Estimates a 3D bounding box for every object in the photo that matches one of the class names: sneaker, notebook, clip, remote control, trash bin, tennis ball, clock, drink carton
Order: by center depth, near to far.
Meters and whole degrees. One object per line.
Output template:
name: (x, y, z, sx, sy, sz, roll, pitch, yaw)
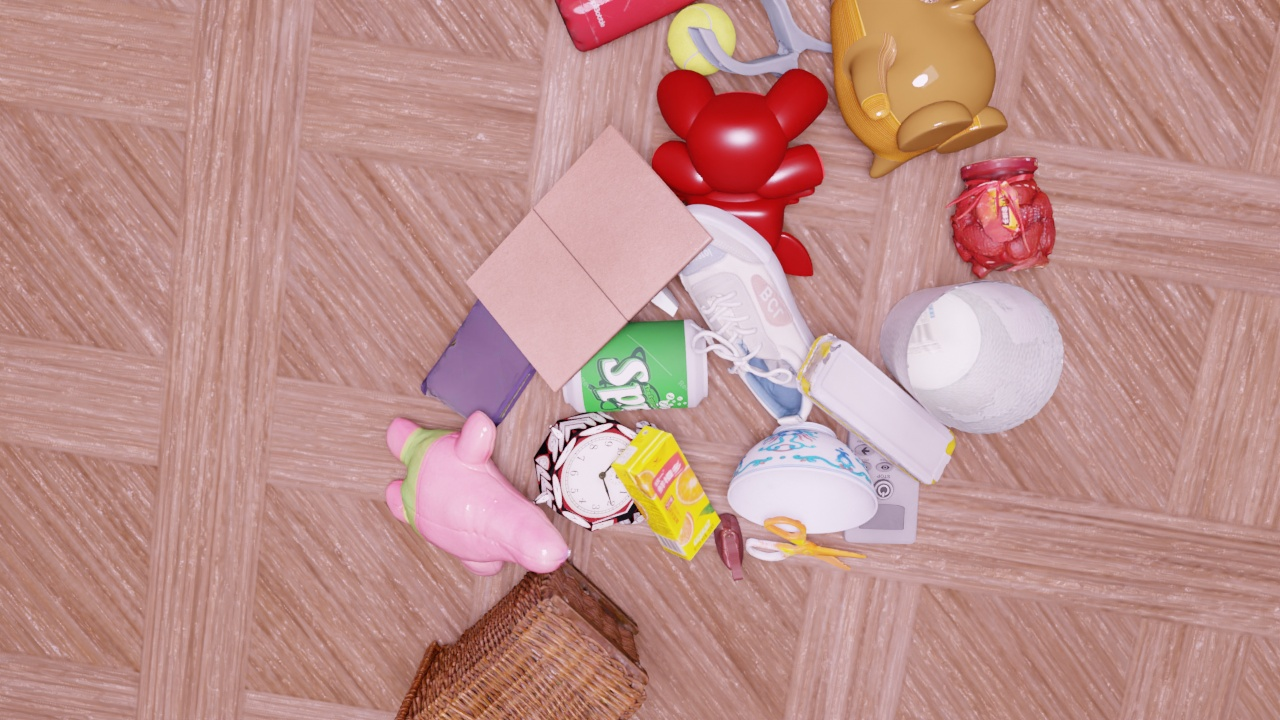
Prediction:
notebook: (-0.052, -0.091, 0.847, 0.209, 0.008, 0.141, -44, 79, 20)
clip: (0.129, -0.320, 0.857, 0.166, 0.028, 0.127, 14, 103, -35)
sneaker: (0.099, -0.035, 0.858, 0.090, 0.090, 0.242, -18, 122, 34)
trash bin: (0.296, -0.012, 0.861, 0.133, 0.161, 0.133, 0, 97, 1)
tennis ball: (0.059, -0.307, 0.879, 0.065, 0.065, 0.065, 0, 97, 1)
drink carton: (0.026, 0.131, 0.910, 0.058, 0.043, 0.135, -48, 129, -25)
remote control: (-0.019, -0.096, 0.916, 0.143, 0.049, 0.024, 35, 97, -3)
clock: (-0.033, 0.110, 0.936, 0.154, 0.065, 0.115, 9, 97, -28)
remote control: (0.251, 0.116, 0.950, 0.074, 0.019, 0.151, 1, 97, 1)

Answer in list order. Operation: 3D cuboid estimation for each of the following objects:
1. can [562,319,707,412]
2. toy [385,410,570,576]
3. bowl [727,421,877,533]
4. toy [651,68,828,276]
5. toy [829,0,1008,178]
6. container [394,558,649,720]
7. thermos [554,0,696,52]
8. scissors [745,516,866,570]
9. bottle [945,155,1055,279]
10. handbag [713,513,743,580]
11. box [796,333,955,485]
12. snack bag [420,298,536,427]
can: (-0.005, 0.005, 0.909, 0.140, 0.087, 0.088, -3, 97, 2)
toy: (-0.160, 0.142, 0.904, 0.237, 0.096, 0.192, 22, 122, 32)
bowl: (0.162, 0.109, 0.913, 0.144, 0.144, 0.074, 9, 57, 0)
toy: (0.092, -0.169, 0.866, 0.158, 0.120, 0.197, 2, 131, 9)
toy: (0.247, -0.292, 0.839, 0.163, 0.198, 0.203, -21, 82, 46)
container: (-0.102, 0.304, 0.882, 0.162, 0.250, 0.183, 44, 86, -4)
thermos: (0.035, -0.373, 0.868, 0.240, 0.073, 0.073, -23, 96, 4)
scissors: (0.169, 0.201, 0.957, 0.133, 0.012, 0.097, 30, 135, -22)
bottle: (0.345, -0.135, 0.879, 0.099, 0.099, 0.111, -4, 92, 2)
handbag: (0.092, 0.194, 0.914, 0.029, 0.119, 0.055, -11, 96, 3)
box: (0.231, 0.050, 0.882, 0.209, 0.033, 0.064, 35, 80, -29)
snack bag: (-0.133, -0.027, 0.924, 0.096, 0.058, 0.205, 34, 97, -2)
